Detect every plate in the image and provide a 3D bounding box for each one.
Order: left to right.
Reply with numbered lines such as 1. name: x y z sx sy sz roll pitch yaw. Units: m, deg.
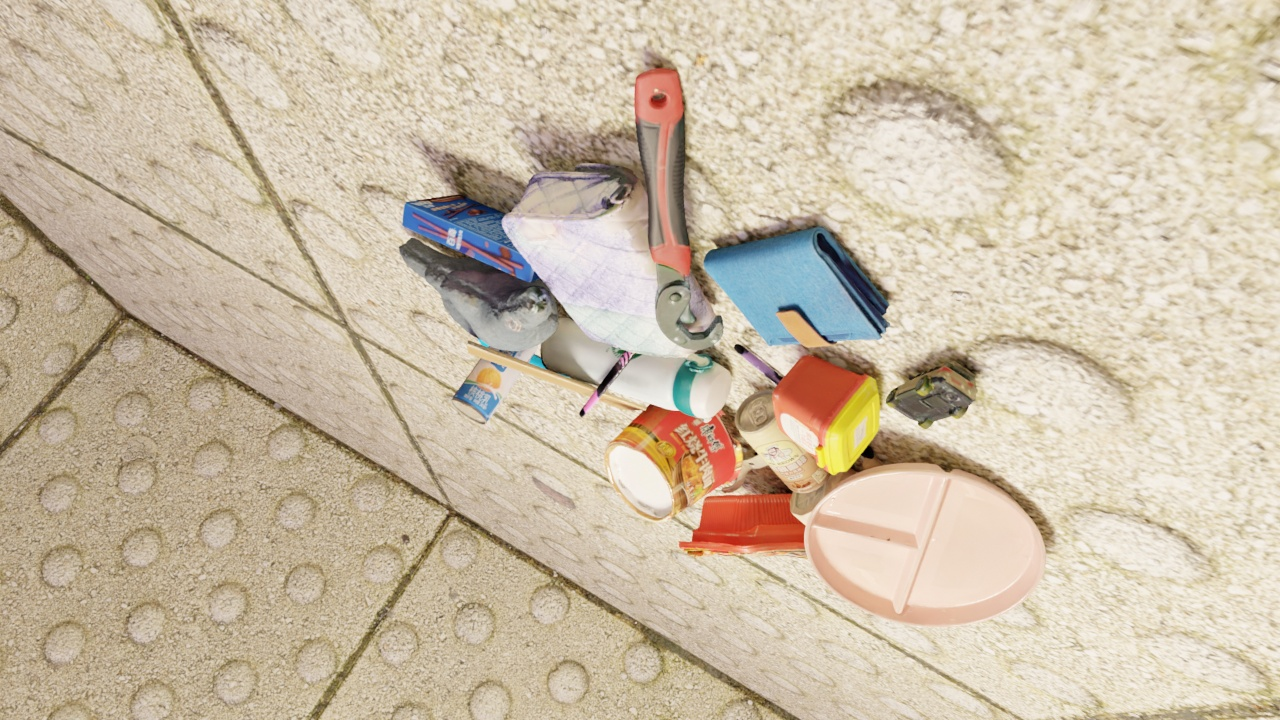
1. plate: 0.281 0.186 0.920 0.230 0.028 0.230 10 130 12

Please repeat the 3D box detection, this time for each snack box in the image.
1. snack box: -0.144 -0.122 0.893 0.157 0.084 0.026 25 115 21
2. snack box: 0.166 0.047 0.833 0.080 0.082 0.091 32 161 30

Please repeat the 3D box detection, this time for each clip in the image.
1. clip: 0.126 0.116 1.114 0.035 0.092 0.103 38 123 -11

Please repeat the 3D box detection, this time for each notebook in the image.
1. notebook: -0.101 0.021 1.063 0.207 0.008 0.148 21 174 -8

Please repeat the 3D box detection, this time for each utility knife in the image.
1. utility knife: -0.135 0.009 1.247 0.199 0.018 0.034 25 157 14

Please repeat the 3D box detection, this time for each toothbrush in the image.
1. toothbrush: -0.022 0.004 0.955 0.190 0.017 0.014 -50 54 38
2. toothbrush: 0.163 0.042 0.913 0.189 0.014 0.017 38 170 -13

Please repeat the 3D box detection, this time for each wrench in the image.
1. wrench: 0.026 -0.102 0.710 0.056 0.016 0.274 -9 137 4

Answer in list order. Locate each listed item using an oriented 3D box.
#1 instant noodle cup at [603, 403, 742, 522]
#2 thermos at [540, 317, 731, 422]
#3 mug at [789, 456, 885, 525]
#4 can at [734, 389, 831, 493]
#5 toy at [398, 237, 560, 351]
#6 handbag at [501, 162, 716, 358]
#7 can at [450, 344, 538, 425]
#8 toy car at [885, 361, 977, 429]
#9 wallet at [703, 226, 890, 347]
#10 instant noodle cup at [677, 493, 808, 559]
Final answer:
1. instant noodle cup: 0.031 0.112 1.056 0.138 0.108 0.138 31 139 31
2. thermos: -0.006 0.006 0.997 0.224 0.073 0.073 16 154 35
3. mug: 0.238 0.158 0.986 0.103 0.084 0.125 39 133 -14
4. can: 0.151 0.086 0.960 0.059 0.058 0.116 6 146 49
5. toy: -0.159 -0.068 0.991 0.138 0.091 0.357 40 171 -33
6. handbag: -0.023 -0.087 0.810 0.134 0.075 0.194 11 152 35
7. can: -0.180 0.012 1.153 0.053 0.134 0.053 27 158 12
8. toy car: 0.237 0.028 0.750 0.042 0.035 0.091 35 159 -3
9. wallet: 0.122 -0.055 0.731 0.106 0.040 0.133 47 156 -23
10. instant noodle cup: 0.150 0.204 1.129 0.164 0.079 0.189 4 169 -25
